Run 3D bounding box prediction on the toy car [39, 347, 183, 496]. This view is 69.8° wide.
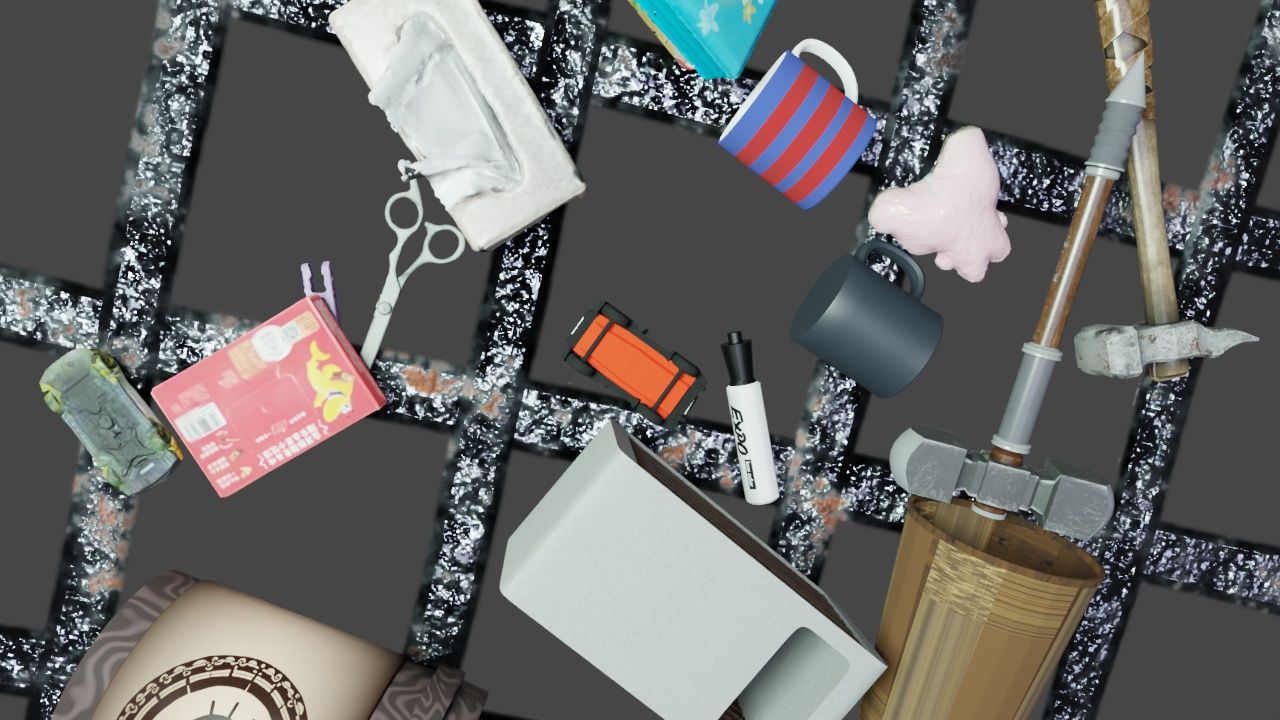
[{"bbox_3d":[-0.357,0.040,0.625,0.048,0.033,0.105,-36,94,2],"label":"toy car"}]

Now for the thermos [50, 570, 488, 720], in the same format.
[{"bbox_3d":[-0.238,0.245,0.599,0.226,0.172,0.173,26,94,-1],"label":"thermos"}]

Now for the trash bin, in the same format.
[{"bbox_3d":[0.032,0.163,0.629,0.229,0.114,0.114,40,92,-8],"label":"trash bin"}]

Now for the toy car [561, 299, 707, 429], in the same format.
[{"bbox_3d":[-0.004,0.004,0.640,0.100,0.049,0.051,36,94,-7],"label":"toy car"}]

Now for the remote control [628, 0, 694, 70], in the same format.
[{"bbox_3d":[0.002,-0.247,0.615,0.018,0.038,0.125,-40,98,1],"label":"remote control"}]

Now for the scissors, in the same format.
[{"bbox_3d":[-0.180,-0.053,0.638,0.090,0.014,0.171,42,89,-10],"label":"scissors"}]

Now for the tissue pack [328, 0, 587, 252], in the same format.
[{"bbox_3d":[-0.121,-0.165,0.604,0.104,0.071,0.181,-30,102,-1],"label":"tissue pack"}]

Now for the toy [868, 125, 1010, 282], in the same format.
[{"bbox_3d":[0.220,-0.101,0.643,0.099,0.052,0.096,-40,101,0],"label":"toy"}]

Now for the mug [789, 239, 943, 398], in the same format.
[{"bbox_3d":[0.164,-0.037,0.645,0.077,0.071,0.104,33,67,-7],"label":"mug"}]

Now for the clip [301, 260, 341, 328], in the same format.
[{"bbox_3d":[-0.225,-0.044,0.636,0.037,0.013,0.053,8,94,-6],"label":"clip"}]

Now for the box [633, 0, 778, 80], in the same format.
[{"bbox_3d":[0.045,-0.313,0.568,0.172,0.083,0.227,29,83,-14],"label":"box"}]

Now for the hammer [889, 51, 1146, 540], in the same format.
[{"bbox_3d":[0.287,-0.043,0.627,0.156,0.043,0.322,15,103,8],"label":"hammer"}]

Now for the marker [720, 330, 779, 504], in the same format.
[{"bbox_3d":[0.078,0.041,0.664,0.025,0.025,0.126,-11,98,-3],"label":"marker"}]

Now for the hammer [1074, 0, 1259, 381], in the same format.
[{"bbox_3d":[0.360,-0.143,0.656,0.121,0.049,0.319,-11,96,-6],"label":"hammer"}]

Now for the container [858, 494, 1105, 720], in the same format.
[{"bbox_3d":[0.228,0.198,0.648,0.132,0.132,0.167,14,101,-6],"label":"container"}]

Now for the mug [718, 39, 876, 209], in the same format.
[{"bbox_3d":[0.114,-0.168,0.624,0.076,0.075,0.111,36,66,-8],"label":"mug"}]

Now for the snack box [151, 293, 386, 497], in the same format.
[{"bbox_3d":[-0.254,0.025,0.629,0.133,0.021,0.089,-29,99,7],"label":"snack box"}]
